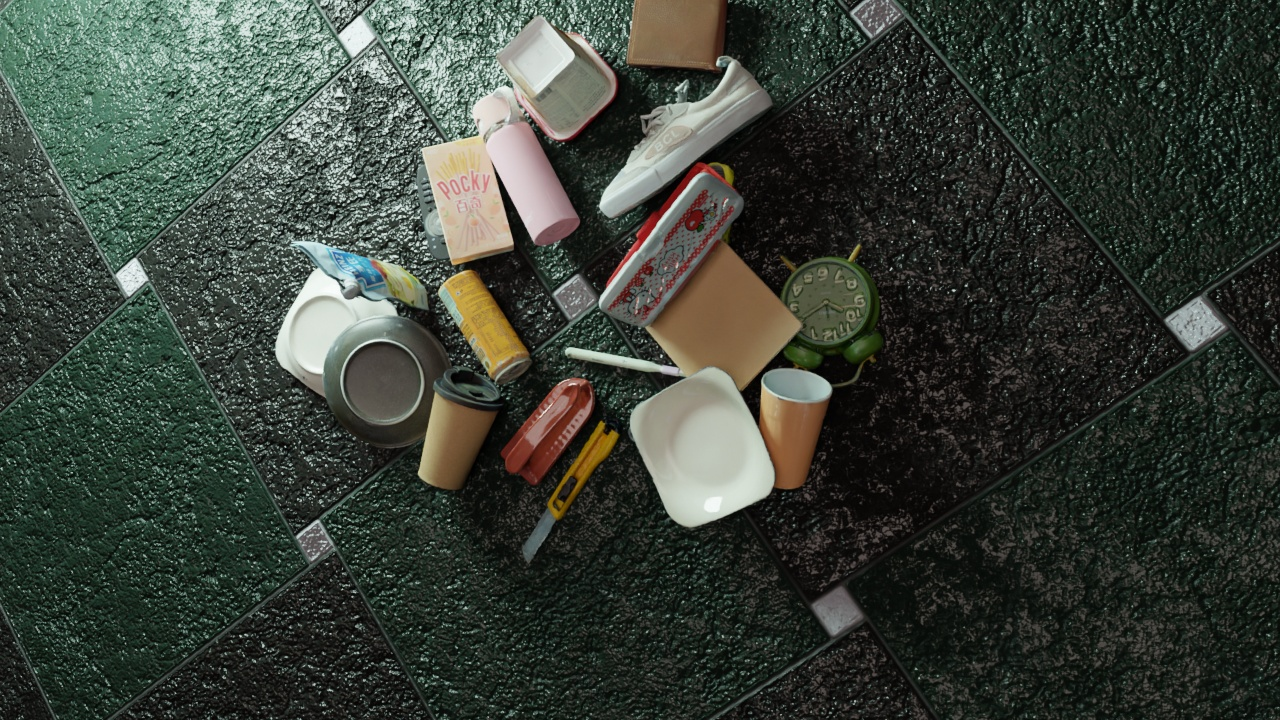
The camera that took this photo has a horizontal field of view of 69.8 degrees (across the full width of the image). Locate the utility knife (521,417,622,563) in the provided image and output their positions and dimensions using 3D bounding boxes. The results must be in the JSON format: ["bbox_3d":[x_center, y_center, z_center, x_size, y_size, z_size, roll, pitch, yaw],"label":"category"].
[{"bbox_3d":[-0.089,0.163,1.158,0.033,0.015,0.223,35,97,18],"label":"utility knife"}]

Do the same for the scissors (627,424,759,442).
[{"bbox_3d":[0.068,0.097,1.117,0.181,0.014,0.159,4,89,16],"label":"scissors"}]

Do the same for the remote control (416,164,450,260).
[{"bbox_3d":[-0.265,-0.198,1.224,0.053,0.024,0.136,-13,83,9],"label":"remote control"}]

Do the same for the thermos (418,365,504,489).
[{"bbox_3d":[-0.233,0.087,1.171,0.093,0.093,0.143,24,102,16],"label":"thermos"}]

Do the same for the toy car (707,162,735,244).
[{"bbox_3d":[0.089,-0.188,1.118,0.048,0.032,0.105,3,89,16],"label":"toy car"}]

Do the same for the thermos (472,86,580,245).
[{"bbox_3d":[-0.145,-0.251,1.163,0.067,0.087,0.198,-20,79,-30],"label":"thermos"}]

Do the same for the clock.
[{"bbox_3d":[0.218,-0.048,1.060,0.116,0.056,0.161,-7,85,17],"label":"clock"}]

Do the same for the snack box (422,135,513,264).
[{"bbox_3d":[-0.225,-0.210,1.198,0.084,0.026,0.157,-15,83,-7],"label":"snack box"}]

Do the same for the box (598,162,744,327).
[{"bbox_3d":[0.025,-0.135,1.067,0.095,0.100,0.202,47,110,24],"label":"box"}]

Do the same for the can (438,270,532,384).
[{"bbox_3d":[-0.200,-0.044,1.179,0.058,0.058,0.146,-36,78,11],"label":"can"}]

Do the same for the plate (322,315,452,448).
[{"bbox_3d":[-0.337,0.029,1.212,0.179,0.024,0.179,0,95,6],"label":"plate"}]

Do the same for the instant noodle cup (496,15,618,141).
[{"bbox_3d":[-0.107,-0.353,1.135,0.117,0.124,0.116,-41,77,10],"label":"instant noodle cup"}]

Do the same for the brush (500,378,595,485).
[{"bbox_3d":[-0.110,0.083,1.141,0.063,0.069,0.146,41,98,13],"label":"brush"}]

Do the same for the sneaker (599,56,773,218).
[{"bbox_3d":[0.037,-0.270,1.104,0.242,0.089,0.091,-36,93,7],"label":"sneaker"}]

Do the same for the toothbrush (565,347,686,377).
[{"bbox_3d":[-0.007,0.007,1.142,0.190,0.029,0.020,12,48,17],"label":"toothbrush"}]

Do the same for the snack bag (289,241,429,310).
[{"bbox_3d":[-0.346,-0.105,1.155,0.039,0.190,0.110,-43,77,11],"label":"snack bag"}]

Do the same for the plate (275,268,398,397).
[{"bbox_3d":[-0.425,-0.035,1.256,0.164,0.034,0.164,30,96,16],"label":"plate"}]

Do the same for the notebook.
[{"bbox_3d":[0.077,-0.061,1.095,0.148,0.008,0.207,-49,65,20],"label":"notebook"}]

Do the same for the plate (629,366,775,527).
[{"bbox_3d":[0.076,0.101,1.071,0.165,0.034,0.163,-29,81,34],"label":"plate"}]

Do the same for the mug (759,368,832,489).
[{"bbox_3d":[0.169,0.080,1.042,0.078,0.078,0.123,13,119,16],"label":"mug"}]

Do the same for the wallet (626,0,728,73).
[{"bbox_3d":[0.047,-0.412,1.144,0.125,0.032,0.101,8,92,17],"label":"wallet"}]
